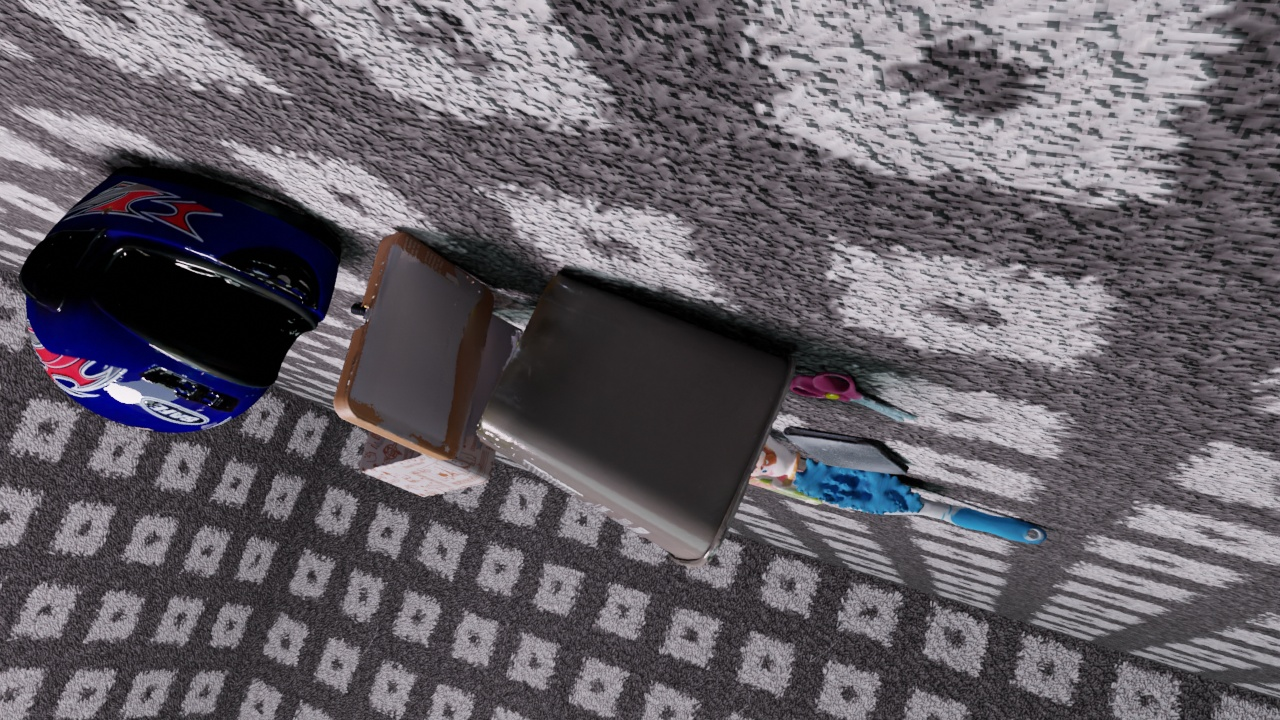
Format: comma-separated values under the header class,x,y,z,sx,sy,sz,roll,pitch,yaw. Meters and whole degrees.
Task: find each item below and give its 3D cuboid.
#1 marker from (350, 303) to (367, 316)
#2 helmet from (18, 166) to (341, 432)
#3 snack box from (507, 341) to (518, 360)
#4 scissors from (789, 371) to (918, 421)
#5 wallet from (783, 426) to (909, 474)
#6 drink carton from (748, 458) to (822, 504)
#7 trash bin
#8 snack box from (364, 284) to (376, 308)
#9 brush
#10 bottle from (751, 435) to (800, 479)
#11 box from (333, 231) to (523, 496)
class,x,y,z,sx,sy,sz,roll,pitch,yaw
marker,-0.323,-0.058,1.178,0.131,0.018,0.022,11,174,33
helmet,-0.464,-0.046,0.924,0.316,0.240,0.247,9,166,35
snack box,-0.147,-0.001,1.145,0.156,0.026,0.086,16,168,13
scissors,0.202,0.033,0.825,0.137,0.017,0.072,18,159,-18
wallet,0.239,0.106,1.068,0.121,0.019,0.097,5,161,42
drink carton,0.195,0.155,1.259,0.122,0.053,0.045,18,167,-1
trash bin,-0.013,0.049,0.813,0.220,0.198,0.199,25,167,-4
snack box,-0.242,-0.061,1.012,0.087,0.033,0.141,25,164,-28
brush,0.356,0.183,1.166,0.315,0.060,0.109,12,172,18
bottle,0.142,0.115,1.141,0.108,0.063,0.063,18,168,1
box,-0.227,0.016,0.885,0.158,0.180,0.217,-9,151,35
